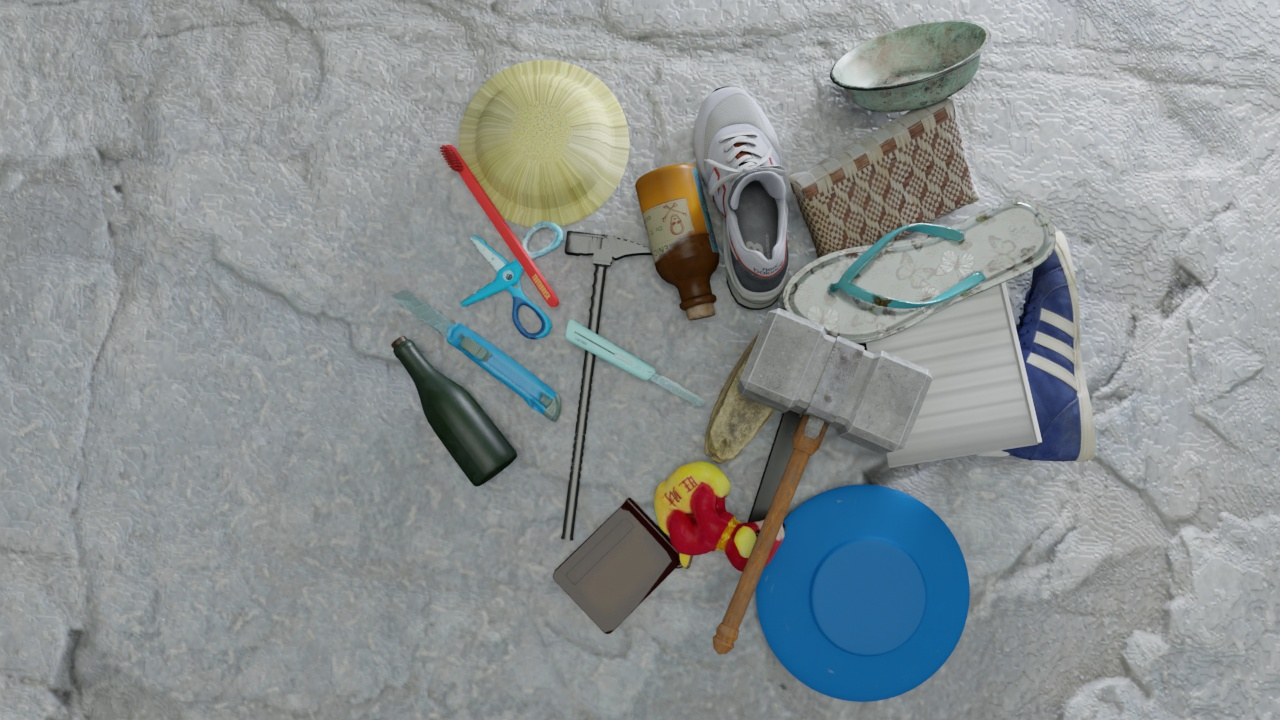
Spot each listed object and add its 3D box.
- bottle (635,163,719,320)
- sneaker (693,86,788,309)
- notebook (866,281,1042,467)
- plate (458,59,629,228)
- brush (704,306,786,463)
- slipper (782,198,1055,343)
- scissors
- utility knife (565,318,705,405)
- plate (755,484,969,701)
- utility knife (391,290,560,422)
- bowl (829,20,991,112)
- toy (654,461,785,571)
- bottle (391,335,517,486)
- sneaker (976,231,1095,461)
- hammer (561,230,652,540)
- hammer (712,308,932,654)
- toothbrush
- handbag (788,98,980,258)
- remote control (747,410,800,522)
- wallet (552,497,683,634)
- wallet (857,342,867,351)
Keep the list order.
[{"bbox_3d":[0.045,-0.119,0.952,0.068,0.068,0.157,-14,87,-1],"label":"bottle"},{"bbox_3d":[0.112,-0.176,0.926,0.089,0.124,0.239,-11,87,-1],"label":"sneaker"},{"bbox_3d":[0.302,-0.008,0.918,0.143,0.009,0.209,-12,74,20],"label":"notebook"},{"bbox_3d":[-0.105,-0.236,0.975,0.184,0.036,0.184,0,87,0],"label":"plate"},{"bbox_3d":[0.125,0.020,0.954,0.059,0.043,0.195,32,86,2],"label":"brush"},{"bbox_3d":[0.274,-0.084,0.897,0.269,0.054,0.098,-17,84,8],"label":"slipper"},{"bbox_3d":[-0.130,-0.085,0.979,0.134,0.011,0.139,-30,88,-1],"label":"scissors"},{"bbox_3d":[-0.006,0.006,0.960,0.166,0.015,0.022,29,86,-3],"label":"utility knife"},{"bbox_3d":[0.232,0.241,0.943,0.224,0.024,0.224,0,89,-3],"label":"plate"},{"bbox_3d":[-0.173,-0.009,0.974,0.221,0.015,0.031,35,83,4],"label":"utility knife"},{"bbox_3d":[0.276,-0.296,0.937,0.157,0.157,0.038,-23,123,-1],"label":"bowl"},{"bbox_3d":[0.072,0.168,0.936,0.137,0.067,0.106,34,101,15],"label":"toy"},{"bbox_3d":[-0.200,0.047,0.951,0.055,0.055,0.174,-38,86,-2],"label":"bottle"},{"bbox_3d":[0.380,-0.009,0.940,0.118,0.091,0.233,-7,85,11],"label":"sneaker"},{"bbox_3d":[-0.050,0.028,0.971,0.095,0.015,0.325,7,87,0],"label":"hammer"},{"bbox_3d":[0.136,0.128,0.871,0.163,0.083,0.317,23,84,6],"label":"hammer"},{"bbox_3d":[-0.150,-0.143,0.968,0.012,0.017,0.212,-37,83,24],"label":"toothbrush"},{"bbox_3d":[0.250,-0.176,0.944,0.186,0.047,0.124,-29,122,-2],"label":"handbag"},{"bbox_3d":[0.151,0.109,0.964,0.034,0.013,0.150,18,88,2],"label":"remote control"},{"bbox_3d":[-0.021,0.216,0.959,0.115,0.018,0.091,-44,87,-4],"label":"wallet"},{"bbox_3d":[0.243,0.002,0.963,0.099,0.031,0.120,-7,81,1],"label":"wallet"}]
